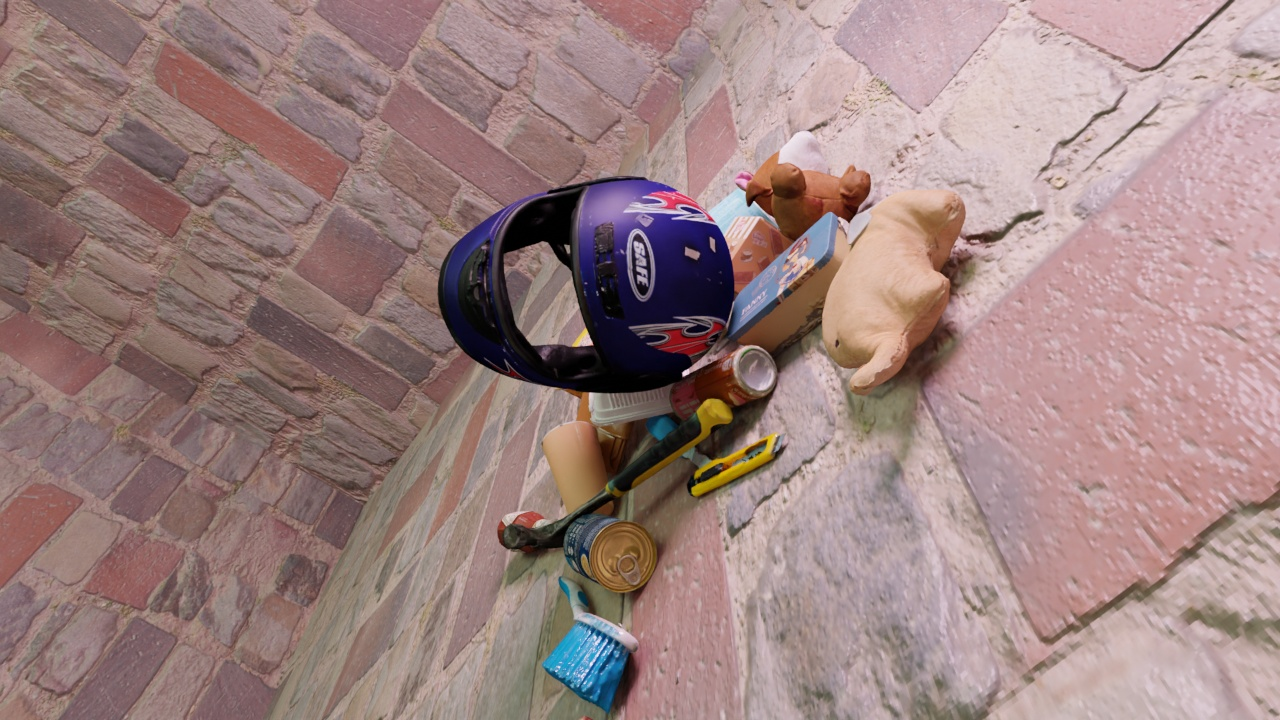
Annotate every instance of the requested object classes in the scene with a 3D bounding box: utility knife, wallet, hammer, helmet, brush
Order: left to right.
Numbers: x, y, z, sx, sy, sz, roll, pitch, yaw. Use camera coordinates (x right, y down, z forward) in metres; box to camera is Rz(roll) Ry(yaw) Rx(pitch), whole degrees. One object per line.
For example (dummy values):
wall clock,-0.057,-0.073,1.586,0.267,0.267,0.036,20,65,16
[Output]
brush,-0.069,0.295,0.999,0.109,0.060,0.315,-55,12,-19
wallet,-0.049,0.085,1.282,0.108,0.031,0.132,17,92,43
helmet,-0.033,-0.086,1.019,0.241,0.314,0.247,-11,86,39
hammer,-0.017,0.140,1.063,0.324,0.126,0.032,-39,57,31
utility knife,0.046,0.099,1.099,0.034,0.018,0.236,-67,17,4
utility knife,0.095,0.105,0.939,0.164,0.015,0.033,-37,33,49

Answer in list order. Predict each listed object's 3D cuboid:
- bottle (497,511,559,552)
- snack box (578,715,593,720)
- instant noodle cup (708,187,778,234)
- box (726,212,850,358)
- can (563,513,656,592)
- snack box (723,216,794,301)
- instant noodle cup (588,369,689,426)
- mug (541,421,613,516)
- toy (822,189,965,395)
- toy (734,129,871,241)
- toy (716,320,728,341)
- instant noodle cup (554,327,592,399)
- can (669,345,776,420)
bottle,-0.156,0.249,1.334,0.059,0.060,0.206,-62,16,-21
snack box,-0.090,0.405,0.878,0.153,0.025,0.075,-46,19,35
instant noodle cup,0.124,-0.174,1.278,0.121,0.111,0.111,-44,18,14
box,0.168,-0.074,1.007,0.185,0.061,0.089,-42,20,38
can,-0.037,0.210,1.017,0.075,0.075,0.111,-60,15,-14
snack box,0.139,-0.122,1.158,0.094,0.077,0.093,-57,15,1
instant noodle cup,-0.007,0.007,1.223,0.138,0.060,0.173,-12,30,6
mug,-0.080,0.151,1.209,0.078,0.078,0.122,-47,44,30
toy,0.209,-0.048,0.790,0.144,0.082,0.225,-47,18,59
toy,0.192,-0.213,1.110,0.199,0.140,0.130,-104,23,-75
toy,0.087,-0.071,1.264,0.157,0.066,0.105,-116,19,-68
instant noodle cup,-0.049,0.014,1.393,0.138,0.110,0.137,-50,16,20
can,0.091,0.029,1.034,0.148,0.058,0.057,-30,30,58
